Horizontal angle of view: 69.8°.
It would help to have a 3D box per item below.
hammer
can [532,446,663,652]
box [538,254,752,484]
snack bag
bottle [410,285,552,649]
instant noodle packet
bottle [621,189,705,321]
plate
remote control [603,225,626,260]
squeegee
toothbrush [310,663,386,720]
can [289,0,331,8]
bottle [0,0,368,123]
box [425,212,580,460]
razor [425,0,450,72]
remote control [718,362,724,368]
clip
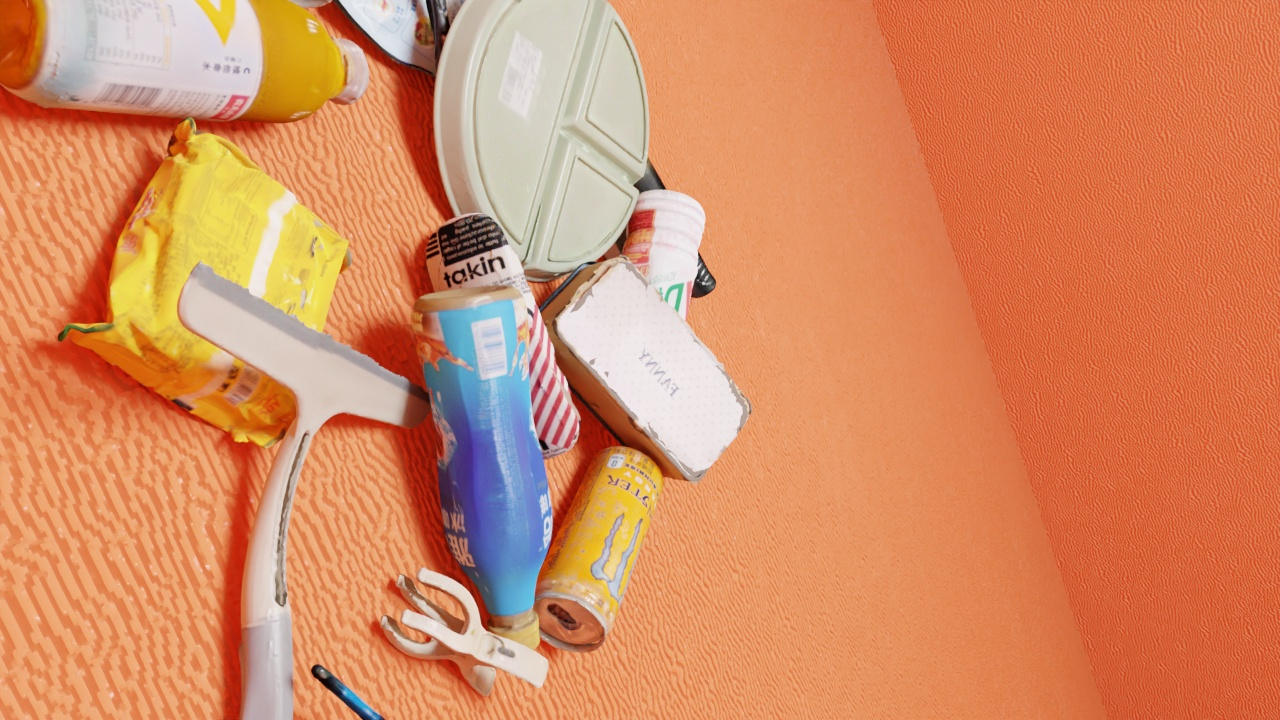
[{"bbox_3d":[-0.005,-0.179,0.844,0.301,0.033,0.128,57,16,-32],"label":"hammer"},{"bbox_3d":[-0.029,0.126,0.635,0.058,0.058,0.145,58,32,-25],"label":"can"},{"bbox_3d":[-0.004,0.004,0.682,0.089,0.063,0.184,-46,106,-22],"label":"box"},{"bbox_3d":[-0.138,-0.238,0.654,0.191,0.039,0.110,30,64,-50],"label":"snack bag"},{"bbox_3d":[-0.087,0.067,0.539,0.065,0.065,0.219,-27,114,-61],"label":"bottle"},{"bbox_3d":[-0.199,-0.033,0.438,0.111,0.044,0.128,45,42,-44],"label":"instant noodle packet"},{"bbox_3d":[0.010,-0.041,0.763,0.068,0.068,0.196,29,64,-52],"label":"bottle"},{"bbox_3d":[-0.060,-0.172,0.681,0.229,0.027,0.230,-18,112,-53],"label":"plate"},{"bbox_3d":[-0.016,-0.106,0.818,0.135,0.019,0.056,61,31,-20],"label":"remote control"},{"bbox_3d":[-0.163,0.112,0.418,0.246,0.039,0.246,61,31,-75],"label":"squeegee"},{"bbox_3d":[-0.113,0.202,0.460,0.016,0.014,0.190,-63,143,-36],"label":"toothbrush"},{"bbox_3d":[-0.199,-0.272,0.546,0.058,0.059,0.116,33,49,-50],"label":"can"},{"bbox_3d":[-0.213,-0.152,0.449,0.189,0.068,0.068,-19,92,-61],"label":"bottle"},{"bbox_3d":[-0.084,-0.018,0.601,0.162,0.076,0.086,66,21,-10],"label":"box"},{"bbox_3d":[-0.140,-0.252,0.607,0.042,0.022,0.142,-16,95,-51],"label":"razor"},{"bbox_3d":[0.053,0.027,0.816,0.150,0.021,0.058,14,81,-76],"label":"remote control"},{"bbox_3d":[-0.101,0.157,0.515,0.100,0.072,0.034,45,38,-31],"label":"clip"}]
